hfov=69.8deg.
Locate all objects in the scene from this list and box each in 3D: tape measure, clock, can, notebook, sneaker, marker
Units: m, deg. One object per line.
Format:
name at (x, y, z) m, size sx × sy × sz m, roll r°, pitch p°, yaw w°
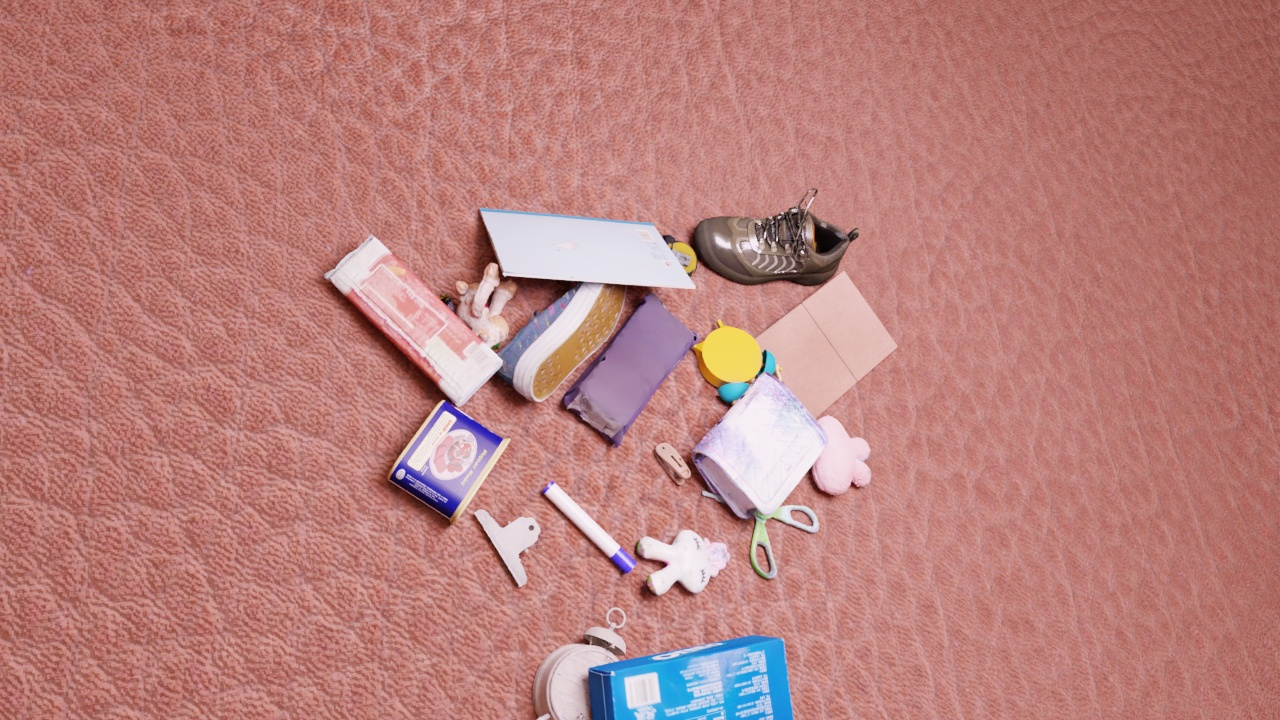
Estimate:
tape measure at (0.051, -0.140, 1.290) m, size 0.061 × 0.034 × 0.061 m, roll 24°, pitch 62°, yaw -14°
clock at (0.132, 0.007, 1.254) m, size 0.099 × 0.044 × 0.129 m, roll -39°, pitch 78°, yaw -25°
can at (-0.220, 0.115, 1.053) m, size 0.092 × 0.057 × 0.116 m, roll 34°, pitch 59°, yaw -5°
notebook at (0.271, -0.024, 1.334) m, size 0.208 × 0.008 × 0.141 m, roll -36°, pitch 90°, yaw -29°
sneaker at (-0.101, -0.042, 1.172) m, size 0.079 × 0.087 × 0.234 m, roll 19°, pitch 51°, yaw 26°
sneaker at (0.204, -0.173, 1.305) m, size 0.237 × 0.143 × 0.101 m, roll 5°, pitch 67°, yaw -21°
marker at (-0.062, 0.201, 1.103) m, size 0.141 × 0.020 × 0.020 m, roll 44°, pitch 59°, yaw 1°
notebook at (-0.072, -0.148, 1.201) m, size 0.253 × 0.009 × 0.181 m, roll 2°, pitch 34°, yaw -22°
clock at (-0.053, 0.347, 1.018) m, size 0.103 × 0.061 × 0.156 m, roll 31°, pitch 62°, yaw -8°

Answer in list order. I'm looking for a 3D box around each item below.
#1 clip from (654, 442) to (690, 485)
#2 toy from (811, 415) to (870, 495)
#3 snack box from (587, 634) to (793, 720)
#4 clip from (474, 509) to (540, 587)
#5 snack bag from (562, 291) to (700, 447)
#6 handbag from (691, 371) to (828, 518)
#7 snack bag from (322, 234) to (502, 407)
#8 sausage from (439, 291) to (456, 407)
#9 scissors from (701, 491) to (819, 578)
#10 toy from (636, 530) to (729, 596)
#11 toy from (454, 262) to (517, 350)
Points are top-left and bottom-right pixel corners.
clip at (0.043, 0.132, 1.171) m, size 0.026 × 0.052 × 0.059 m, roll -23°, pitch 106°, yaw -29°
toy at (0.276, 0.133, 1.258) m, size 0.105 × 0.053 × 0.108 m, roll 15°, pitch 62°, yaw -29°
snack box at (0.065, 0.418, 1.004) m, size 0.238 × 0.056 × 0.195 m, roll 1°, pitch 78°, yaw -32°
clip at (-0.146, 0.207, 1.070) m, size 0.055 × 0.046 × 0.101 m, roll -30°, pitch 82°, yaw -23°
snack bag at (-0.007, 0.007, 1.186) m, size 0.096 × 0.059 × 0.204 m, roll 38°, pitch 62°, yaw -2°
handbag at (0.152, 0.111, 1.187) m, size 0.126 × 0.069 × 0.158 m, roll 49°, pitch 63°, yaw -8°
snack bag at (-0.268, -0.047, 1.093) m, size 0.225 × 0.041 × 0.077 m, roll 43°, pitch 79°, yaw 8°
sausage at (-0.232, -0.015, 1.125) m, size 0.020 × 0.020 × 0.155 m, roll -2°, pitch 69°, yaw -23°
scissors at (0.161, 0.200, 1.204) m, size 0.172 × 0.023 × 0.171 m, roll -2°, pitch 70°, yaw -18°
toy at (0.056, 0.245, 1.123) m, size 0.122 × 0.038 × 0.079 m, roll -4°, pitch 63°, yaw -27°
toy at (-0.191, -0.058, 1.129) m, size 0.074 × 0.085 × 0.106 m, roll -4°, pitch 77°, yaw -2°
